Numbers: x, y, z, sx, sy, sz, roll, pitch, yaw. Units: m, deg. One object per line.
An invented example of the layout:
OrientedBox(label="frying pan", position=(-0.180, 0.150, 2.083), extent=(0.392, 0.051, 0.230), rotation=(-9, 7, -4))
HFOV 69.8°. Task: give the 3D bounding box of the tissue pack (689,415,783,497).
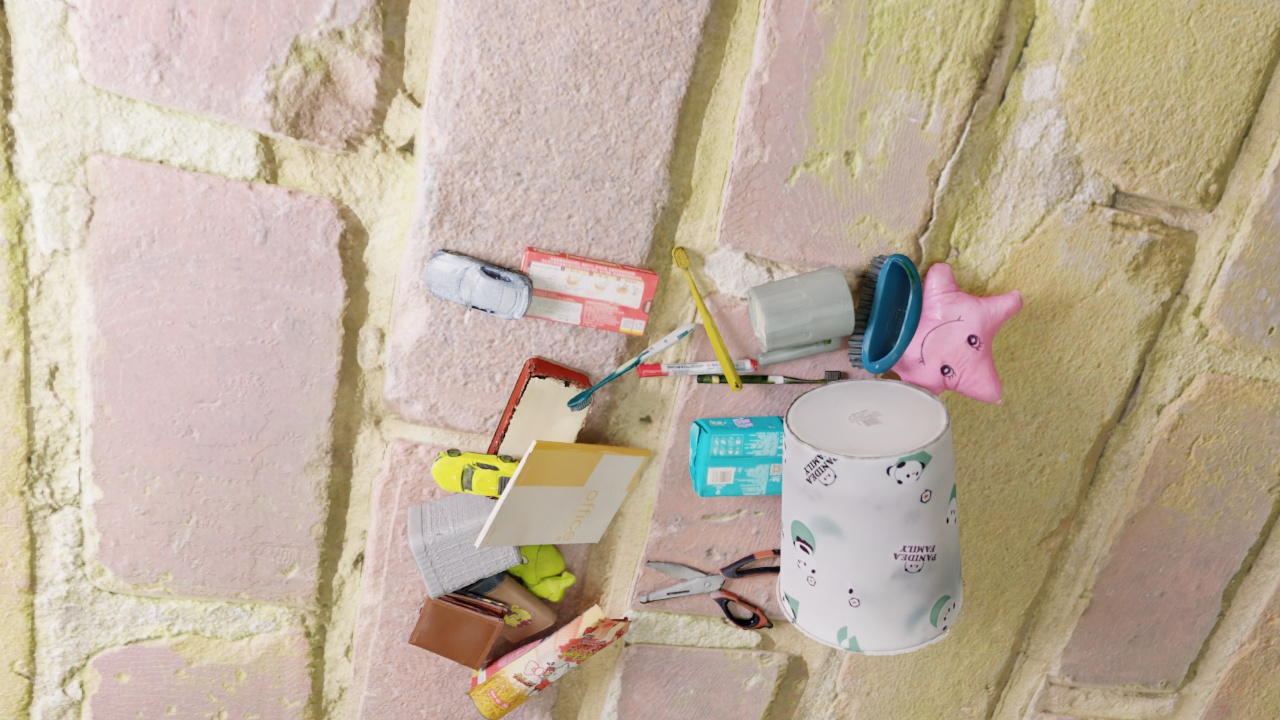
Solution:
OrientedBox(label="tissue pack", position=(0.127, 0.118, 1.136), extent=(0.133, 0.050, 0.093), rotation=(0, 110, -12))

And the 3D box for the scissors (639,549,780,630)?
OrientedBox(label="scissors", position=(0.111, 0.301, 1.228), extent=(0.189, 0.015, 0.226), rotation=(-41, 114, 7))

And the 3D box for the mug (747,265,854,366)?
OrientedBox(label="mug", position=(0.185, -0.045, 1.072), extent=(0.103, 0.083, 0.124), rotation=(-13, 139, -5))

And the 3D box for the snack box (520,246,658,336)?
OrientedBox(label="snack box", position=(-0.061, -0.077, 1.032), extent=(0.152, 0.025, 0.075), rotation=(9, 110, -14))

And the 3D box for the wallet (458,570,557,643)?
OrientedBox(label="wallet", position=(-0.174, 0.309, 1.157), extent=(0.090, 0.033, 0.115), rotation=(-32, 118, 27))

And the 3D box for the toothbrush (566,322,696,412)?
OrientedBox(label="toothbrush", position=(-0.006, 0.006, 1.043), extent=(0.191, 0.016, 0.018), rotation=(-33, 128, -25))

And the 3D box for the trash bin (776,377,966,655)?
OrientedBox(label="trash bin", position=(0.267, 0.172, 1.084), extent=(0.229, 0.229, 0.252), rotation=(-11, 115, -6))

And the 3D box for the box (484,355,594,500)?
OrientedBox(label="box", position=(-0.119, 0.089, 1.062), extent=(0.091, 0.078, 0.168), rotation=(20, 108, -17))

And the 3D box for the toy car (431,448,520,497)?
OrientedBox(label="toy car", position=(-0.183, 0.129, 1.025), extent=(0.105, 0.032, 0.048), rotation=(7, 111, 3))

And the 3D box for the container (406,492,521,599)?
OrientedBox(label="container", position=(-0.208, 0.210, 1.090), extent=(0.114, 0.090, 0.090), rotation=(-18, 115, -7))

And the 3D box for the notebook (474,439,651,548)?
OrientedBox(label="notebook", position=(-0.085, 0.158, 1.074), extent=(0.206, 0.010, 0.146), rotation=(12, 113, -51))

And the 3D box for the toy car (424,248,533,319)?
OrientedBox(label="toy car", position=(-0.175, -0.081, 0.991), extent=(0.120, 0.036, 0.054), rotation=(18, 111, 3))

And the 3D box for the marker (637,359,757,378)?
OrientedBox(label="marker", position=(0.069, 0.009, 1.099), extent=(0.145, 0.017, 0.017), rotation=(-3, 113, -10))

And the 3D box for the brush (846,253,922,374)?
OrientedBox(label="brush", position=(0.291, -0.054, 1.067), extent=(0.055, 0.074, 0.144), rotation=(14, 89, -37))

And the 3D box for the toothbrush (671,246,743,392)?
OrientedBox(label="toothbrush", position=(0.079, -0.045, 1.066), extent=(0.015, 0.016, 0.190), rotation=(-26, 108, -3))

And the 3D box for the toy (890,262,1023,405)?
OrientedBox(label="toy", position=(0.380, -0.018, 1.110), extent=(0.178, 0.074, 0.195), rotation=(44, 102, -2))

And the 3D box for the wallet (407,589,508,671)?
OrientedBox(label="wallet", position=(-0.229, 0.332, 1.142), extent=(0.101, 0.032, 0.125), rotation=(22, 127, -8))

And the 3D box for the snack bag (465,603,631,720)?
OrientedBox(label="snack bag", position=(-0.116, 0.381, 1.182), extent=(0.208, 0.073, 0.128), rotation=(-31, 150, 6))

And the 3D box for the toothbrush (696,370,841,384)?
OrientedBox(label="toothbrush", position=(0.159, 0.020, 1.124), extent=(0.185, 0.012, 0.017), rotation=(0, 106, -11))

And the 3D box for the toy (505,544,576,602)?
OrientedBox(label="toy", position=(-0.128, 0.263, 1.157), extent=(0.096, 0.031, 0.100), rotation=(3, 117, -8))
